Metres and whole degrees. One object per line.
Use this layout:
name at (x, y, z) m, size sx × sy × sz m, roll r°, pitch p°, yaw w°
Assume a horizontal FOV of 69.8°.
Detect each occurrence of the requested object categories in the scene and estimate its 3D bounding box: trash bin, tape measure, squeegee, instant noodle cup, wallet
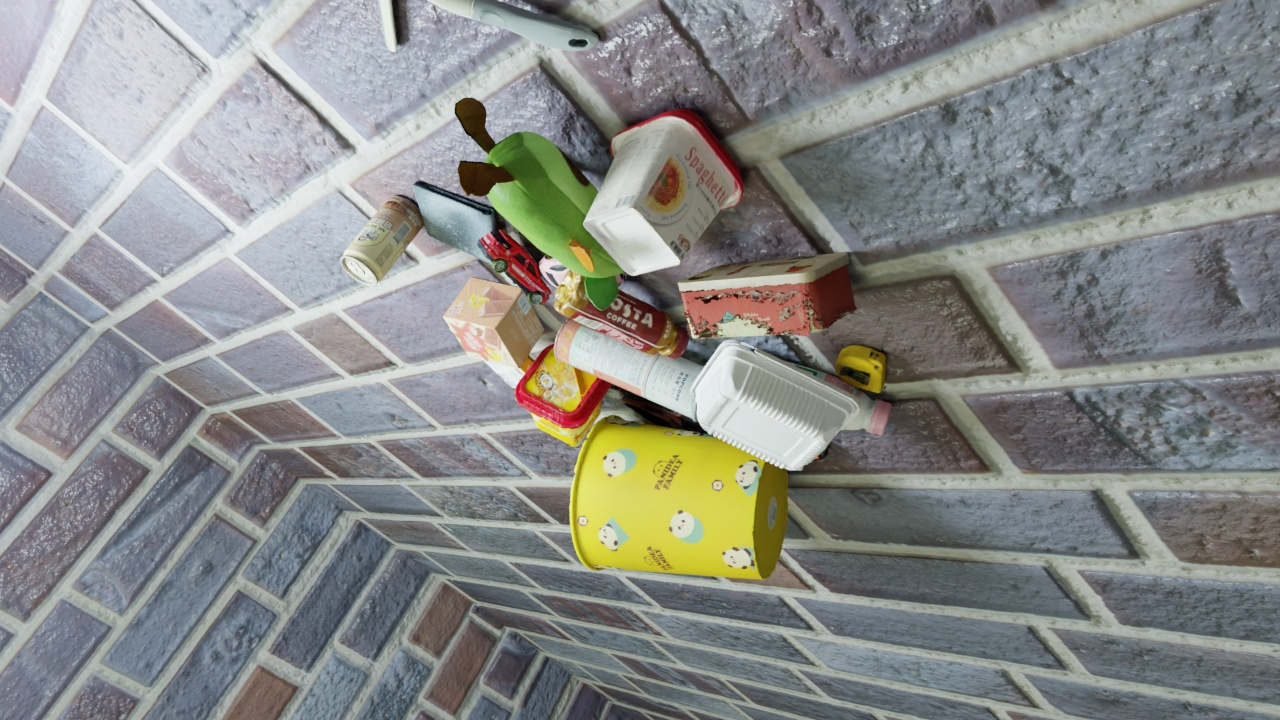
trash bin at (0.064, 0.200, 1.302) m, size 0.256 × 0.229 × 0.230 m, roll 3°, pitch 143°, yaw 23°
tape measure at (0.248, 0.010, 1.031) m, size 0.057 × 0.028 × 0.060 m, roll 17°, pitch 149°, yaw 23°
squeegee at (-0.155, -0.328, 0.838) m, size 0.246 × 0.039 × 0.247 m, roll 25°, pitch 152°, yaw 7°
instant noodle cup at (0.145, 0.061, 1.043) m, size 0.173 × 0.060 × 0.138 m, roll 25°, pitch 146°, yaw -3°
instant noodle cup at (-0.109, 0.057, 1.337) m, size 0.116 × 0.116 × 0.124 m, roll 26°, pitch 153°, yaw 15°
wallet at (-0.233, -0.177, 1.180) m, size 0.121 × 0.019 × 0.097 m, roll 23°, pitch 149°, yaw 15°
instant noodle cup at (0.017, -0.155, 0.873) m, size 0.117 × 0.124 × 0.116 m, roll -7°, pitch 135°, yaw 48°

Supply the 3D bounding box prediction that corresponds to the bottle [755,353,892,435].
bottle at (0.197, 0.043, 1.094) m, size 0.197 × 0.068 × 0.068 m, roll 17°, pitch 150°, yaw 16°

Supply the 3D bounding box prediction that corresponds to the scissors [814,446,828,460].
scissors at (0.154, 0.074, 1.219) m, size 0.221 × 0.021 × 0.225 m, roll 29°, pitch 163°, yaw -8°

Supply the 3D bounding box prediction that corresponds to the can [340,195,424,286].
can at (-0.336, -0.157, 1.199) m, size 0.058 × 0.116 × 0.059 m, roll 23°, pitch 152°, yaw 13°

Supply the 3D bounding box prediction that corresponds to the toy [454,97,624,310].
toy at (-0.090, -0.159, 0.926) m, size 0.090 × 0.226 × 0.246 m, roll -39°, pitch 134°, yaw 16°

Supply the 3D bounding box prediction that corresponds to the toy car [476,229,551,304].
toy car at (-0.155, -0.118, 1.163) m, size 0.120 × 0.045 × 0.053 m, roll 46°, pitch -175°, yaw -42°

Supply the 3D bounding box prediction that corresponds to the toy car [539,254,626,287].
toy car at (-0.074, -0.108, 1.126) m, size 0.123 × 0.037 × 0.056 m, roll 3°, pitch 144°, yaw 38°

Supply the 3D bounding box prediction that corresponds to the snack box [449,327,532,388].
snack box at (-0.221, -0.013, 1.425) m, size 0.075 × 0.026 × 0.154 m, roll -5°, pitch 136°, yaw 47°

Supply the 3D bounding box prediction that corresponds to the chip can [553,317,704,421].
chip can at (-0.007, 0.007, 1.200) m, size 0.215 × 0.071 × 0.071 m, roll 23°, pitch 151°, yaw 20°

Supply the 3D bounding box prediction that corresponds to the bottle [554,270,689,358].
bottle at (-0.019, -0.051, 1.112) m, size 0.174 × 0.057 × 0.058 m, roll 25°, pitch 157°, yaw -30°

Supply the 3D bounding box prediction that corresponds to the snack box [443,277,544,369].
snack box at (-0.205, -0.052, 1.293) m, size 0.094 × 0.076 × 0.093 m, roll 14°, pitch 148°, yaw 28°

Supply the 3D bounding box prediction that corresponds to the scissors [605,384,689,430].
scissors at (-0.025, 0.059, 1.373) m, size 0.194 × 0.015 × 0.207 m, roll 42°, pitch 150°, yaw -23°

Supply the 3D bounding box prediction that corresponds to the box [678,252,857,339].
box at (0.129, -0.057, 0.941) m, size 0.169 × 0.091 × 0.079 m, roll -1°, pitch 108°, yaw 43°
